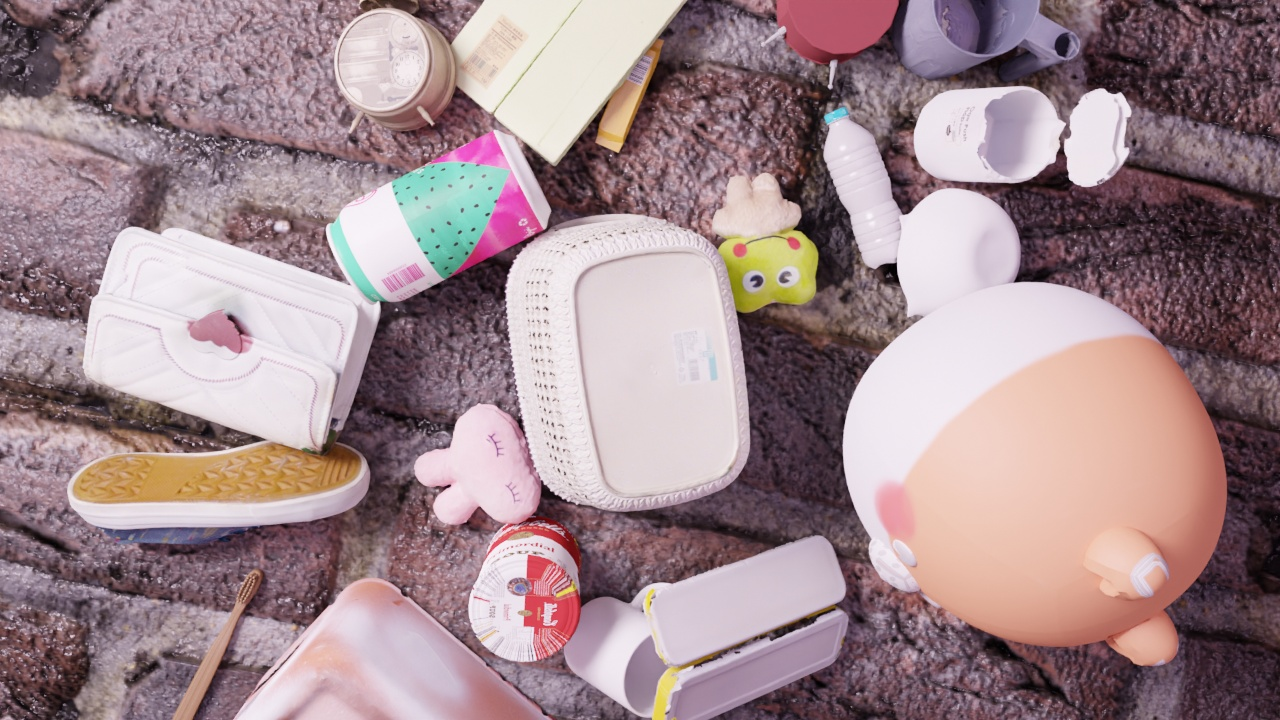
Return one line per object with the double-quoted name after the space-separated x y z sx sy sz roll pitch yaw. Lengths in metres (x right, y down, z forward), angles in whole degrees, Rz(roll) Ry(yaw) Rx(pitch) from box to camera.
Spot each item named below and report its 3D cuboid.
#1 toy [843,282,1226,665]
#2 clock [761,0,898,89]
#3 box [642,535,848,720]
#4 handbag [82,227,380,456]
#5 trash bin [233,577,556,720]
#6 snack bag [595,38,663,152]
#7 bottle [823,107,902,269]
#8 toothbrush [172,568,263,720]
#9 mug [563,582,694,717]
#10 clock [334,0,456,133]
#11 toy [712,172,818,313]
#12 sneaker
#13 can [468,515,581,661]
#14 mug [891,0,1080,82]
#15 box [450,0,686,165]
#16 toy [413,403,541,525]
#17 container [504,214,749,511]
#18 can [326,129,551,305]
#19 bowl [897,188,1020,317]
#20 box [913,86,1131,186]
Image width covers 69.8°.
0.291 0.087 0.693 0.266 0.280 0.263 -33 133 5 "toy"
0.168 -0.306 0.760 0.096 0.048 0.137 30 94 -6 "clock"
0.095 0.229 0.777 0.209 0.046 0.128 -9 97 -34 "box"
-0.331 -0.016 0.746 0.198 0.096 0.142 18 95 -6 "handbag"
-0.203 0.340 0.762 0.259 0.157 0.181 43 93 -7 "trash bin"
-0.010 -0.226 0.775 0.026 0.020 0.099 22 95 1 "snack bag"
0.190 -0.148 0.781 0.044 0.044 0.136 -23 97 0 "bottle"
-0.377 0.259 0.815 0.016 0.016 0.167 28 95 -4 "toothbrush"
0.001 0.238 0.788 0.110 0.091 0.074 -46 118 -23 "mug"
-0.202 -0.255 0.739 0.093 0.054 0.141 -3 92 10 "clock"
0.104 -0.102 0.783 0.092 0.043 0.118 -9 95 -1 "toy"
-0.347 0.122 0.774 0.235 0.087 0.079 -3 128 -7 "sneaker"
-0.093 0.188 0.769 0.086 0.116 0.086 0 96 -3 "can"
0.275 -0.268 0.742 0.124 0.104 0.084 26 94 -6 "mug"
-0.065 -0.274 0.755 0.138 0.030 0.187 41 94 1 "box"
-0.140 0.098 0.793 0.105 0.053 0.108 -24 99 15 "toy"
-0.004 0.004 0.740 0.184 0.143 0.251 -10 97 -16 "container"
-0.161 -0.115 0.746 0.166 0.088 0.088 -27 97 0 "can"
0.275 -0.087 0.767 0.114 0.051 0.115 -4 100 -28 "bowl"
0.295 -0.180 0.725 0.094 0.165 0.084 9 101 -15 "box"
